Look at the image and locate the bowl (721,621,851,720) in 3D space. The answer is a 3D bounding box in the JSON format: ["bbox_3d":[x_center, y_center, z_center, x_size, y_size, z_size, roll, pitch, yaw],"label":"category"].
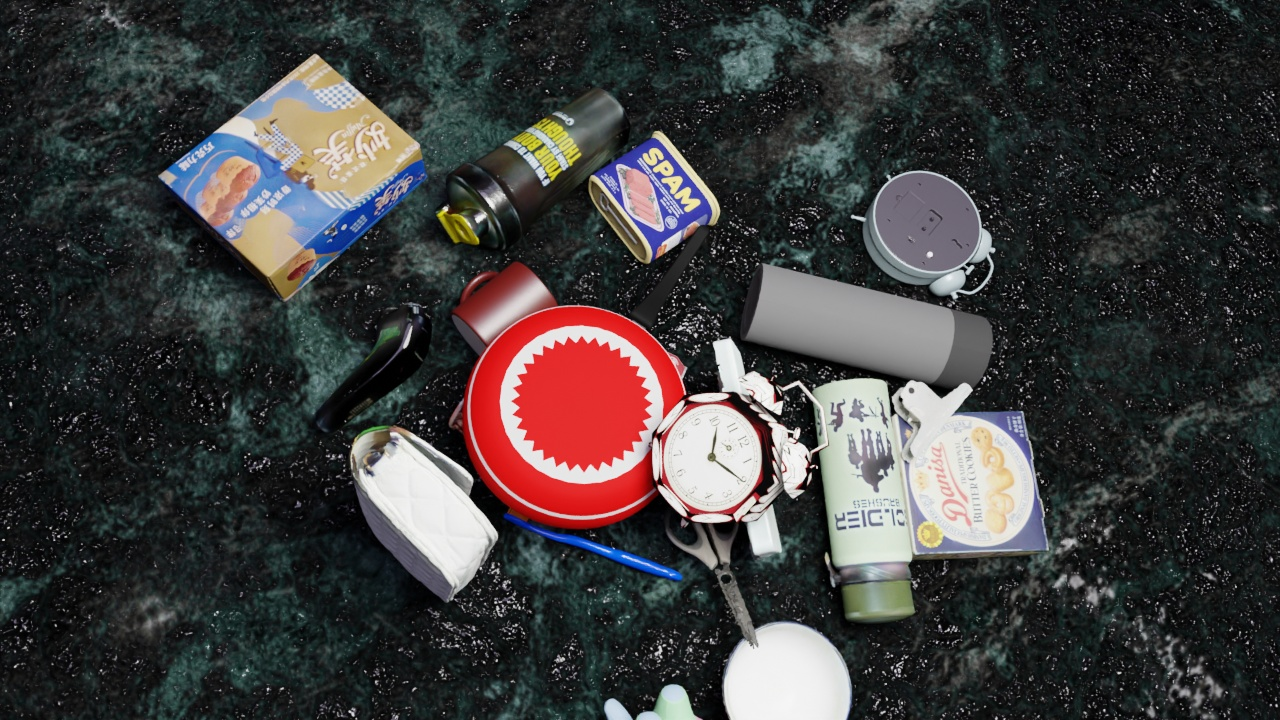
[{"bbox_3d":[0.128,0.302,0.846,0.118,0.062,0.118,2,72,-7],"label":"bowl"}]

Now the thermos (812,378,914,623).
[{"bbox_3d":[0.216,0.139,0.902,0.082,0.082,0.231,-2,74,-8],"label":"thermos"}]

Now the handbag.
[{"bbox_3d":[-0.188,0.132,0.792,0.139,0.195,0.072,45,66,4],"label":"handbag"}]

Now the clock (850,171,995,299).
[{"bbox_3d":[0.319,-0.137,1.016,0.159,0.045,0.122,41,73,5],"label":"clock"}]

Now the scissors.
[{"bbox_3d":[0.086,0.191,0.869,0.171,0.013,0.121,36,61,30],"label":"scissors"}]

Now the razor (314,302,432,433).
[{"bbox_3d":[-0.263,0.006,0.900,0.067,0.054,0.151,40,79,16],"label":"razor"}]

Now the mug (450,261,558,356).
[{"bbox_3d":[-0.145,-0.053,0.923,0.082,0.073,0.106,-41,53,-17],"label":"mug"}]

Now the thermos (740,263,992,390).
[{"bbox_3d":[0.231,-0.033,0.952,0.240,0.082,0.082,13,72,-3],"label":"thermos"}]

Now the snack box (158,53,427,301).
[{"bbox_3d":[-0.346,-0.187,0.934,0.155,0.069,0.202,42,73,6],"label":"snack box"}]

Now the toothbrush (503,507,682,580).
[{"bbox_3d":[-0.045,0.177,0.887,0.182,0.016,0.018,20,66,-1],"label":"toothbrush"}]

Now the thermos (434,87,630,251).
[{"bbox_3d":[-0.111,-0.198,0.959,0.098,0.098,0.220,45,69,7],"label":"thermos"}]

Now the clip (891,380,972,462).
[{"bbox_3d":[0.284,0.046,0.912,0.058,0.050,0.101,46,69,-4],"label":"clip"}]

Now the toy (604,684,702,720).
[{"bbox_3d":[0.058,0.384,0.791,0.222,0.171,0.119,19,30,29],"label":"toy"}]

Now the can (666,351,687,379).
[{"bbox_3d":[-0.005,0.005,0.926,0.096,0.054,0.054,25,71,1],"label":"can"}]

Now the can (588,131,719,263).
[{"bbox_3d":[0.012,-0.172,0.982,0.092,0.057,0.116,-35,80,-15],"label":"can"}]

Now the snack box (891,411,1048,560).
[{"bbox_3d":[0.328,0.127,0.935,0.145,0.043,0.144,-1,72,-8],"label":"snack box"}]

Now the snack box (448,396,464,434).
[{"bbox_3d":[-0.116,0.074,0.881,0.121,0.072,0.072,40,72,5],"label":"snack box"}]

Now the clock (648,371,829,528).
[{"bbox_3d":[0.087,0.074,0.771,0.155,0.065,0.114,-29,71,22],"label":"clock"}]

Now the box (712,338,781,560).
[{"bbox_3d":[0.099,0.088,0.870,0.041,0.134,0.197,-11,74,7],"label":"box"}]

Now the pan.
[{"bbox_3d":[-0.019,-0.009,0.868,0.209,0.067,0.355,33,69,1],"label":"pan"}]
